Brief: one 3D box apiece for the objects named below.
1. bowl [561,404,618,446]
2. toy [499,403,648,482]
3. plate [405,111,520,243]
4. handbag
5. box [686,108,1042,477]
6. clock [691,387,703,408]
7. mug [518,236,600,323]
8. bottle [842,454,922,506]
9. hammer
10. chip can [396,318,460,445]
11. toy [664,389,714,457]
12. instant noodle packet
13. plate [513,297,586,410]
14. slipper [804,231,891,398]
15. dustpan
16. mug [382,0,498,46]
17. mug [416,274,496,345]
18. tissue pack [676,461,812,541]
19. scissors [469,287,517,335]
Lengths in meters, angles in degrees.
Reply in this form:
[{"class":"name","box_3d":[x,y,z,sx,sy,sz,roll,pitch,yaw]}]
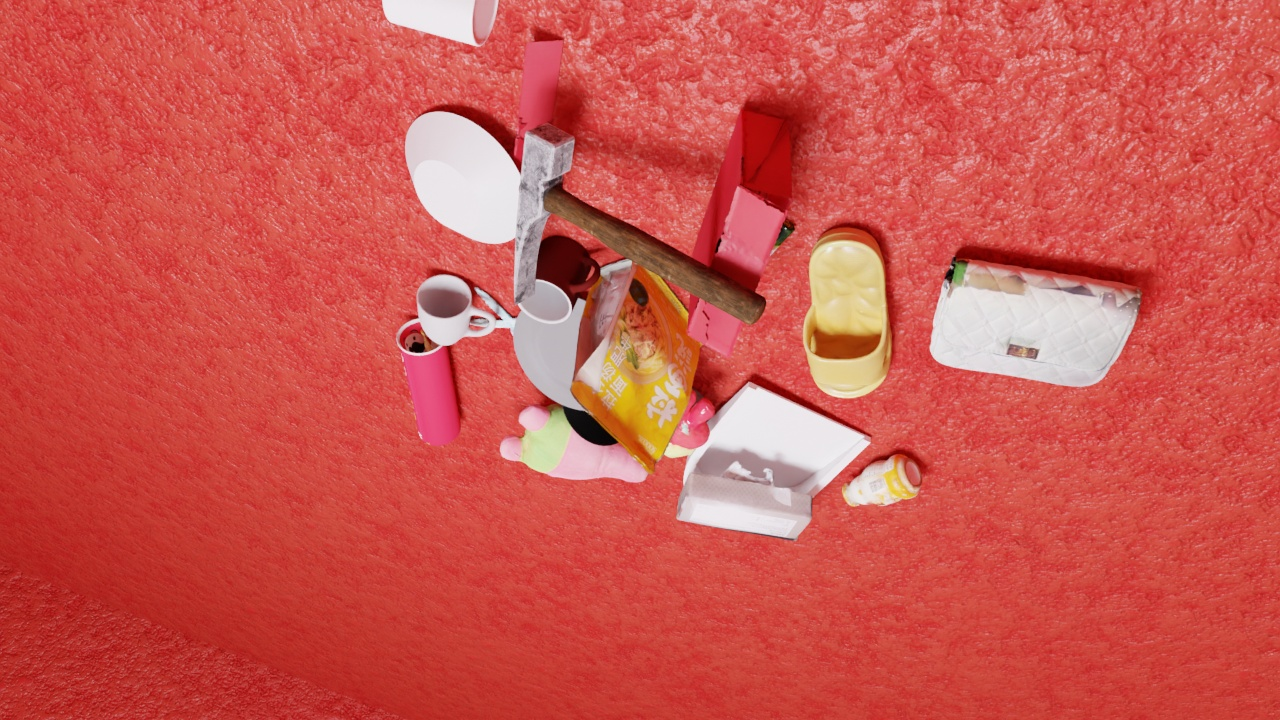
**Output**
[{"class":"bowl","box_3d":[-0.046,0.053,1.285,0.124,0.052,0.124,9,107,30]},{"class":"toy","box_3d":[-0.089,0.130,1.381,0.236,0.096,0.193,21,134,-23]},{"class":"plate","box_3d":[-0.214,-0.200,1.068,0.174,0.036,0.174,21,139,19]},{"class":"handbag","box_3d":[0.421,-0.039,0.997,0.195,0.072,0.139,10,138,11]},{"class":"box","box_3d":[0.190,-0.068,0.924,0.374,0.147,0.213,37,142,18]},{"class":"clock","box_3d":[0.037,0.086,1.301,0.104,0.056,0.148,16,136,-10]},{"class":"mug","box_3d":[-0.093,-0.102,1.124,0.106,0.082,0.073,-9,132,30]},{"class":"bottle","box_3d":[0.333,0.171,1.272,0.063,0.063,0.109,39,137,-21]},{"class":"hammer","box_3d":[-0.011,-0.089,0.959,0.301,0.036,0.218,31,133,21]},{"class":"chip can","box_3d":[-0.314,0.037,1.377,0.069,0.069,0.221,13,140,8]},{"class":"toy","box_3d":[0.050,0.085,1.226,0.091,0.045,0.135,19,138,-8]},{"class":"instant noodle packet","box_3d":[-0.007,0.006,1.105,0.084,0.221,0.163,-18,128,32]},{"class":"plate","box_3d":[-0.090,-0.011,1.234,0.178,0.012,0.179,13,125,19]},{"class":"slipper","box_3d":[0.242,-0.033,1.072,0.100,0.078,0.264,2,136,17]},{"class":"dustpan","box_3d":[0.169,0.151,1.308,0.191,0.053,0.259,24,141,-13]},{"class":"mug","box_3d":[-0.188,-0.371,0.884,0.090,0.073,0.111,16,114,4]},{"class":"mug","box_3d":[-0.249,-0.057,1.249,0.107,0.071,0.090,15,148,-1]},{"class":"tissue pack","box_3d":[0.149,0.199,1.306,0.181,0.071,0.104,12,147,0]},{"class":"scissors","box_3d":[-0.163,-0.038,1.276,0.171,0.013,0.176,1,136,21]}]
